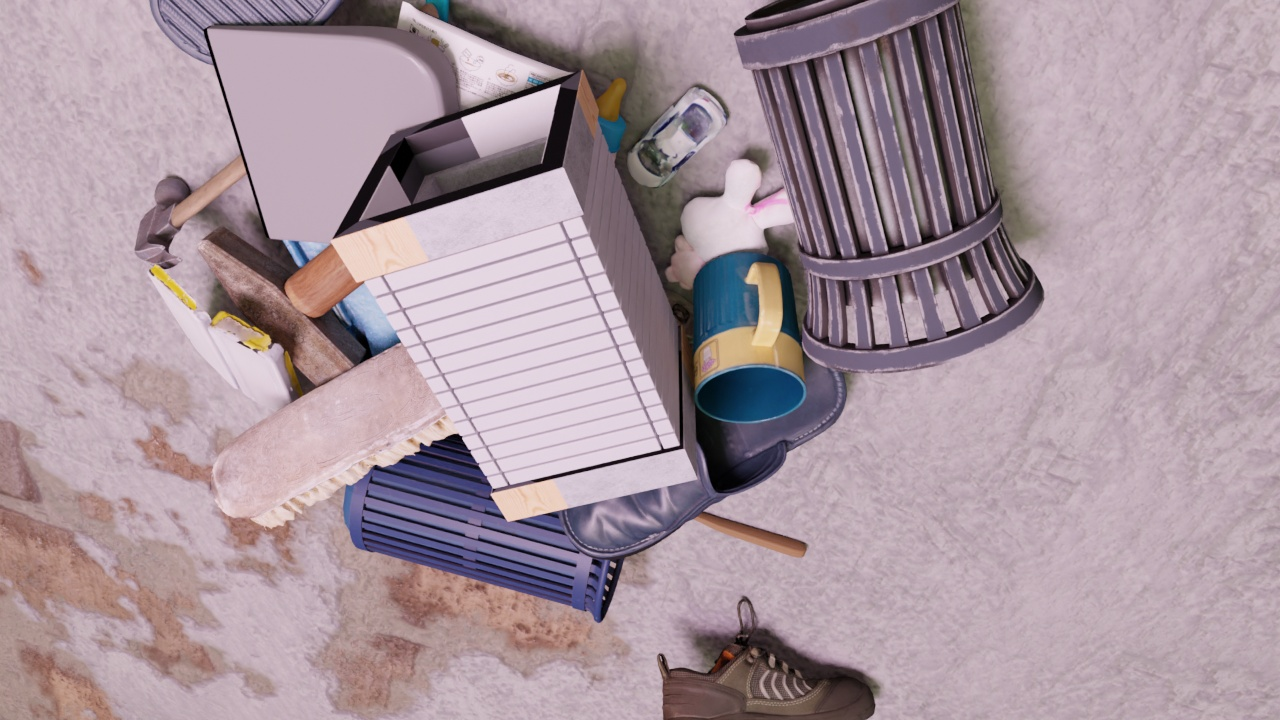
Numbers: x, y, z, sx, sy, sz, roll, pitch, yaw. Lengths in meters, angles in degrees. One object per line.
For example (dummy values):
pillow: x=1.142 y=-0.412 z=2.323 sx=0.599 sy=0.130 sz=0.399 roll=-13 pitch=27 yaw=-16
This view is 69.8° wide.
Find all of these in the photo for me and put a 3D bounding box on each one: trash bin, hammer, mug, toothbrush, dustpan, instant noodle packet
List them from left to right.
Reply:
hammer: x=-0.283 y=-0.174 z=0.723 sx=0.332 sy=0.119 sz=0.031 roll=-28 pitch=134 yaw=19
hammer: x=-0.205 y=-0.113 z=0.741 sx=0.301 sy=0.037 sz=0.158 roll=-33 pitch=111 yaw=18
dustpan: x=-0.164 y=-0.154 z=0.658 sx=0.258 sy=0.033 sz=0.163 roll=6 pitch=129 yaw=9
instant noodle packet: x=-0.117 y=-0.189 z=0.661 sx=0.134 sy=0.026 sz=0.087 roll=21 pitch=120 yaw=-4
trash bin: x=-0.138 y=0.142 z=0.854 sx=0.249 sy=0.139 sz=0.139 roll=14 pitch=123 yaw=7
trash bin: x=-0.066 y=-0.036 z=0.629 sx=0.142 sy=0.142 sz=0.247 roll=-14 pitch=126 yaw=13
toothbrush: x=0.079 y=0.160 z=0.885 sx=0.167 sy=0.016 sz=0.016 roll=17 pitch=123 yaw=3
mug: x=0.084 y=-0.026 z=0.686 sx=0.083 sy=0.107 sz=0.114 roll=6 pitch=147 yaw=-6
trash bin: x=0.159 y=-0.131 z=0.604 sx=0.164 sy=0.163 sz=0.227 roll=-12 pitch=114 yaw=20

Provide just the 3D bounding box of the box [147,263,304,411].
box: x=-0.361 y=-0.009 z=0.813 sx=0.129 sy=0.034 sz=0.210 roll=35 pitch=158 yaw=-1

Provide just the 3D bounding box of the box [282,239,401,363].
box: x=-0.196 y=-0.071 z=0.799 sx=0.175 sy=0.033 sz=0.232 roll=-16 pitch=116 yaw=14

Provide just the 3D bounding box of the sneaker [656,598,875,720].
sneaker: x=0.117 y=0.325 z=0.940 sx=0.237 sy=0.142 sz=0.101 roll=0 pitch=151 yaw=-23

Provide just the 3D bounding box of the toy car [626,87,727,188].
toy car: x=0.024 y=-0.164 z=0.690 sx=0.038 sy=0.027 sz=0.090 roll=41 pitch=121 yaw=-15

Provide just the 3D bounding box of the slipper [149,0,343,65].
slipper: x=-0.221 y=-0.306 z=0.638 sx=0.264 sy=0.082 sz=0.101 roll=-39 pitch=112 yaw=10

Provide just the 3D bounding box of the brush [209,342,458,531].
brush: x=-0.243 y=0.057 z=0.786 sx=0.271 sy=0.056 sz=0.083 roll=-29 pitch=69 yaw=5

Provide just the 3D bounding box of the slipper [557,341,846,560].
slipper: x=0.044 y=0.067 z=0.737 sx=0.265 sy=0.083 sz=0.109 roll=-30 pitch=80 yaw=4

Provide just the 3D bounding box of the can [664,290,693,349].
can: x=-0.005 y=0.005 z=0.786 sx=0.054 sy=0.054 sz=0.136 roll=35 pitch=123 yaw=-9

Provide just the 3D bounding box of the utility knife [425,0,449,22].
utility knife: x=-0.154 y=-0.243 z=0.693 sx=0.022 sy=0.015 sz=0.117 roll=17 pitch=121 yaw=4

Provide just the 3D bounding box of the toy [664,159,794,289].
toy: x=0.067 y=-0.101 z=0.713 sx=0.076 sy=0.037 sz=0.126 roll=31 pitch=129 yaw=-16

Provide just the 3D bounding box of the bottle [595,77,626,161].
bottle: x=-0.048 y=-0.153 z=0.701 sx=0.051 sy=0.051 sz=0.146 roll=31 pitch=123 yaw=-6
